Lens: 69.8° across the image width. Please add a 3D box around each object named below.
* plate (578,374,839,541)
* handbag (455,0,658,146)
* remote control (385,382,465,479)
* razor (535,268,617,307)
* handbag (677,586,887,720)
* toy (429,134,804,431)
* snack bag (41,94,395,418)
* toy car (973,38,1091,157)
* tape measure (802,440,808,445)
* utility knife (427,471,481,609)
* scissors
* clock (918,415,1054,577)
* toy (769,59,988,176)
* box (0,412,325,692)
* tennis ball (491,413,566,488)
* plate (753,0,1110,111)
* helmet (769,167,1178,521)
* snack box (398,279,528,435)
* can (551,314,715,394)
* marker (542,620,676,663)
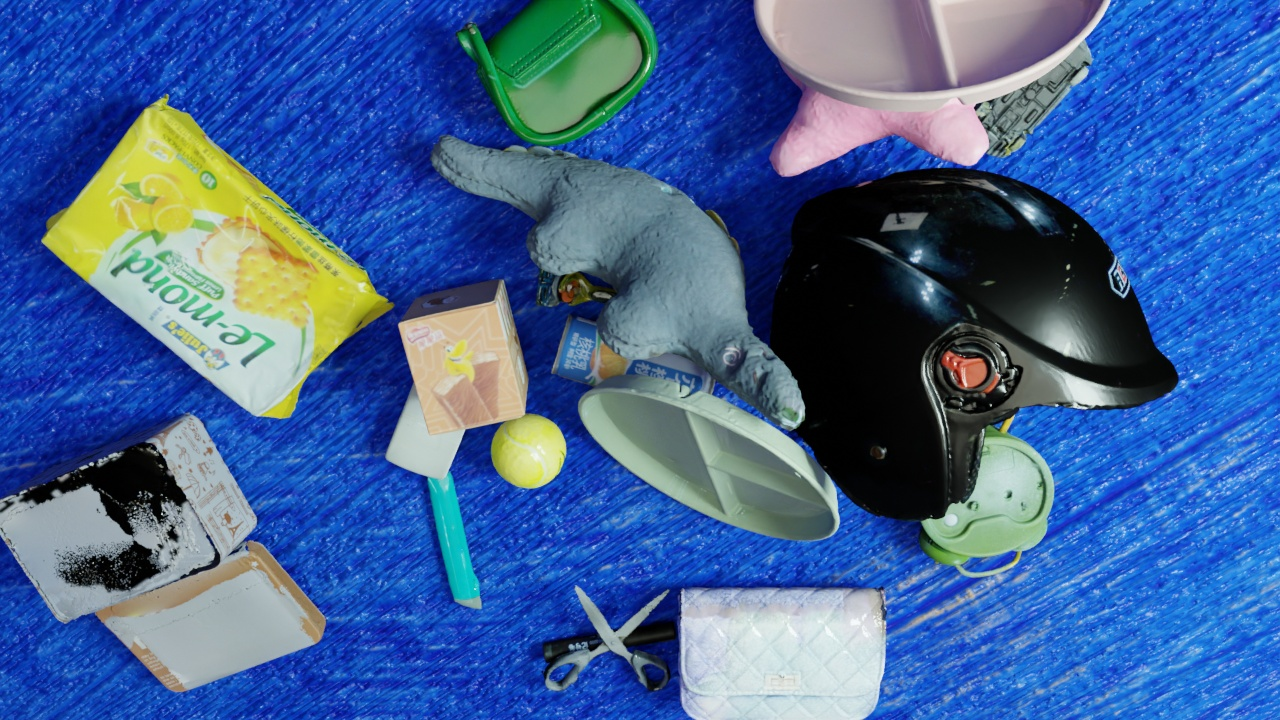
[{"bbox_3d":[0.055,0.079,0.743,0.230,0.231,0.027,34,67,-11],"label":"plate"},{"bbox_3d":[-0.059,-0.232,0.690,0.131,0.068,0.120,-37,104,13],"label":"handbag"},{"bbox_3d":[-0.173,0.031,0.808,0.058,0.021,0.150,23,104,-11],"label":"remote control"},{"bbox_3d":[-0.018,-0.054,0.779,0.142,0.022,0.043,9,112,-3],"label":"razor"},{"bbox_3d":[0.132,0.276,0.866,0.194,0.075,0.134,-2,109,1],"label":"handbag"},{"bbox_3d":[0.000,-0.078,0.700,0.356,0.137,0.092,41,136,18],"label":"toy"},{"bbox_3d":[-0.341,-0.081,0.751,0.158,0.068,0.246,-43,104,14],"label":"snack bag"},{"bbox_3d":[0.298,-0.208,0.711,0.049,0.031,0.106,36,108,-12],"label":"toy car"},{"bbox_3d":[0.158,0.044,0.808,0.054,0.025,0.058,-25,108,11],"label":"tape measure"},{"bbox_3d":[-0.178,0.151,0.860,0.029,0.013,0.193,-7,109,1],"label":"utility knife"},{"bbox_3d":[-0.031,0.268,0.874,0.159,0.014,0.177,-21,124,9],"label":"scissors"},{"bbox_3d":[0.302,0.126,0.819,0.116,0.056,0.161,-13,109,6],"label":"clock"},{"bbox_3d":[0.188,-0.219,0.663,0.195,0.074,0.178,0,75,28],"label":"toy"},{"bbox_3d":[-0.433,0.197,0.846,0.178,0.088,0.262,-21,106,7],"label":"box"},{"bbox_3d":[-0.098,0.079,0.805,0.065,0.065,0.065,0,110,1],"label":"tennis ball"},{"bbox_3d":[0.192,-0.249,0.619,0.229,0.229,0.028,-14,146,6],"label":"plate"},{"bbox_3d":[0.225,-0.027,0.666,0.275,0.232,0.230,-8,102,34],"label":"helmet"},{"bbox_3d":[-0.139,-0.005,0.739,0.077,0.092,0.094,-12,107,-1],"label":"snack box"},{"bbox_3d":[-0.005,0.005,0.782,0.134,0.053,0.053,16,109,-5],"label":"can"},{"bbox_3d":[-0.030,0.276,0.900,0.132,0.020,0.022,-11,138,4],"label":"marker"}]
